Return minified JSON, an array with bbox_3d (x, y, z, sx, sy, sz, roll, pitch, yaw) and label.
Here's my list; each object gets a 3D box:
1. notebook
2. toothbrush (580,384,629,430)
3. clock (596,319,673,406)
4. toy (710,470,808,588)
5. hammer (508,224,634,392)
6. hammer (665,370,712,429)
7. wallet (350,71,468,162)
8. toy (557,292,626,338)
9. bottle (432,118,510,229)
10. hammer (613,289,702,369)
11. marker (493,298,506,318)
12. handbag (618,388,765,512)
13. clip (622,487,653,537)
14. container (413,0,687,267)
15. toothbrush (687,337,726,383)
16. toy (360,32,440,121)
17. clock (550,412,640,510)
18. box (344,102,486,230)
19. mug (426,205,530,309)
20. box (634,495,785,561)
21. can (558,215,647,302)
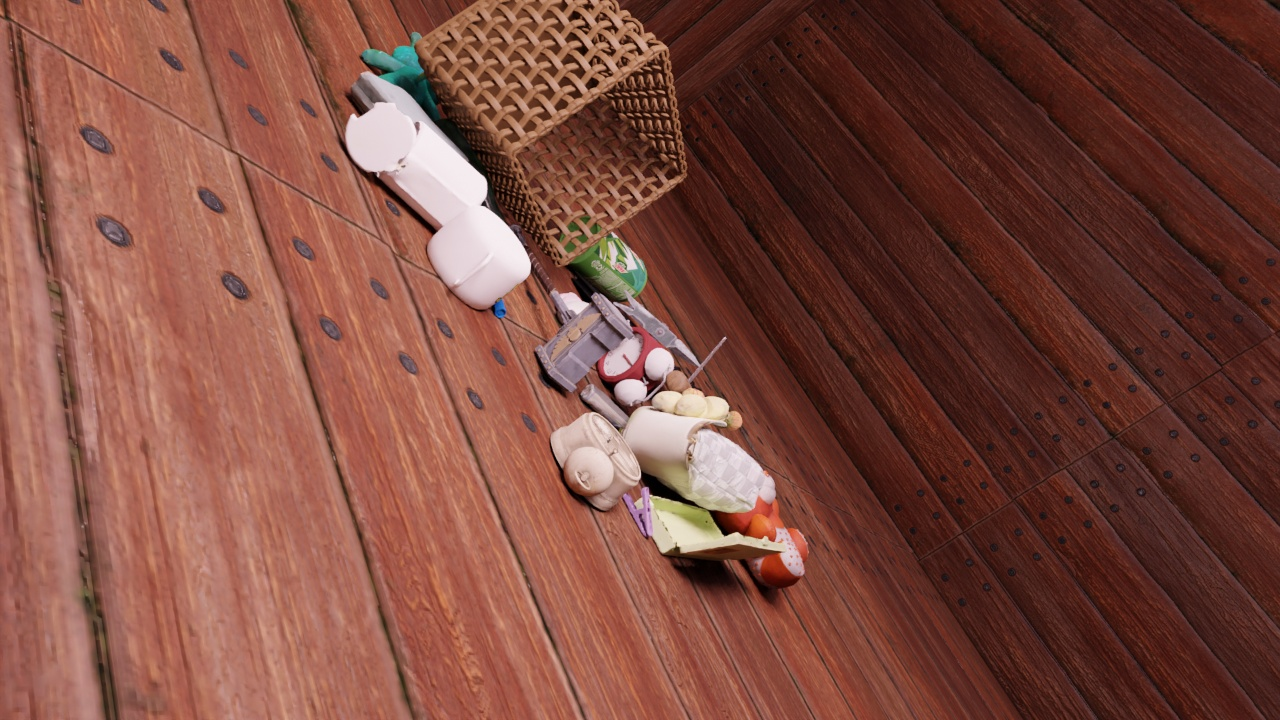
[{"bbox_3d":[0.002,-0.028,1.336,0.169,0.019,0.231,41,5,-44],"label":"notebook"},{"bbox_3d":[-0.006,0.091,1.089,0.185,0.022,0.024,47,48,-32],"label":"toothbrush"},{"bbox_3d":[-0.007,0.007,1.158,0.044,0.087,0.124,42,7,-38],"label":"clock"},{"bbox_3d":[0.153,0.206,1.188,0.172,0.093,0.163,53,14,7],"label":"toy"},{"bbox_3d":[-0.111,-0.090,1.096,0.044,0.098,0.322,42,8,-40],"label":"hammer"},{"bbox_3d":[0.078,0.082,1.226,0.129,0.040,0.322,56,-1,26],"label":"hammer"},{"bbox_3d":[-0.264,-0.262,1.043,0.131,0.054,0.100,53,10,9],"label":"wallet"},{"bbox_3d":[-0.071,-0.053,1.176,0.075,0.037,0.125,0,27,-39],"label":"toy"},{"bbox_3d":[-0.204,-0.208,1.109,0.174,0.055,0.055,56,13,8],"label":"bottle"},{"bbox_3d":[0.013,-0.056,1.350,0.147,0.028,0.317,41,3,-10],"label":"hammer"},{"bbox_3d":[-0.167,-0.094,1.027,0.013,0.013,0.141,42,16,-39],"label":"marker"},{"bbox_3d":[0.072,0.103,1.071,0.113,0.123,0.171,6,-23,43],"label":"handbag"},{"bbox_3d":[-0.003,0.154,0.942,0.014,0.045,0.050,19,79,-67],"label":"clip"},{"bbox_3d":[-0.103,-0.307,1.150,0.214,0.219,0.252,49,-9,24],"label":"container"},{"bbox_3d":[0.071,0.027,1.231,0.010,0.182,0.010,-14,63,-39],"label":"toothbrush"},{"bbox_3d":[-0.293,-0.363,1.188,0.130,0.072,0.193,48,23,-24],"label":"toy"},{"bbox_3d":[-0.041,0.096,0.873,0.093,0.055,0.140,53,10,-2],"label":"clock"},{"bbox_3d":[-0.232,-0.202,0.939,0.160,0.081,0.091,43,24,-33],"label":"box"},{"bbox_3d":[-0.164,-0.103,0.932,0.094,0.068,0.115,49,13,-17],"label":"mug"},{"bbox_3d":[0.077,0.198,1.016,0.133,0.061,0.188,16,-6,26],"label":"box"},{"bbox_3d":[-0.057,-0.155,1.426,0.144,0.083,0.083,38,20,-50],"label":"can"}]
